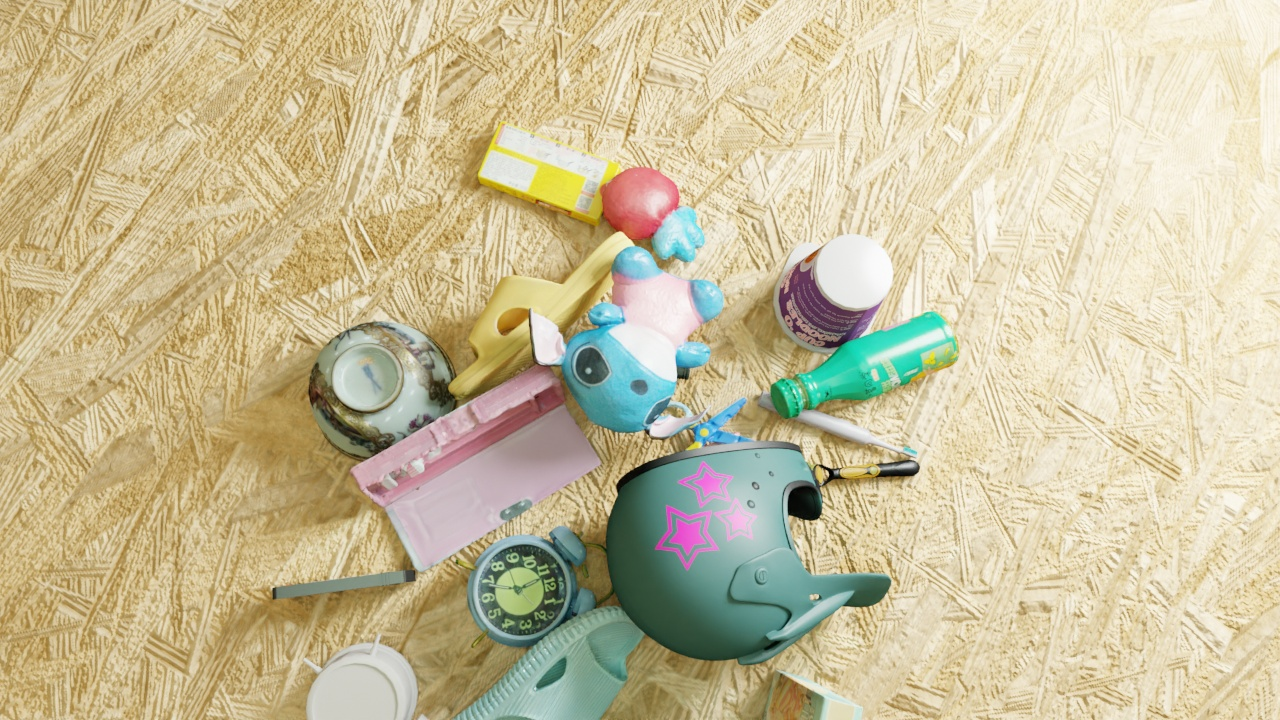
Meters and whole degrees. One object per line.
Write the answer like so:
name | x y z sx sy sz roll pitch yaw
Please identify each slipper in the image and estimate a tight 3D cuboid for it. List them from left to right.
slipper | -0.118 -0.059 1.003 0.263 0.100 0.078 -42 81 -15
slipper | -0.101 0.345 0.910 0.276 0.116 0.069 -37 46 -6

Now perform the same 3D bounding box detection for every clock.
clock | -0.276 0.363 0.925 0.120 0.061 0.159 -17 84 -7
clock | -0.106 0.235 0.959 0.162 0.060 0.118 -14 77 -10

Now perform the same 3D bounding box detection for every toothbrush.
toothbrush | 0.222 0.075 1.032 0.188 0.018 0.019 21 76 1

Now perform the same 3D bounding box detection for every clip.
clip | 0.089 0.104 1.017 0.060 0.023 0.045 -6 83 -3

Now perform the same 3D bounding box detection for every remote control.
remote control | -0.304 0.231 0.949 0.133 0.058 0.013 -6 78 -5

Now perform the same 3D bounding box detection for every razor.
razor | 0.242 0.124 1.023 0.144 0.021 0.044 -4 78 -6

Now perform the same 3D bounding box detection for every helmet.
helmet | 0.102 0.198 0.918 0.274 0.177 0.200 -4 65 -27

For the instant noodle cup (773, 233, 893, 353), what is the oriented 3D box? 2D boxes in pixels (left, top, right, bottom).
instant noodle cup | 0.216 -0.087 1.013 0.122 0.122 0.136 -18 79 -7

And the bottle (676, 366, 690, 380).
bottle | -0.006 0.006 1.027 0.123 0.033 0.033 8 77 -2

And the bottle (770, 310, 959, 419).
bottle | 0.246 0.009 1.017 0.209 0.068 0.068 -20 80 -10

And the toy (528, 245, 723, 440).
toy | -0.013 -0.024 0.962 0.224 0.099 0.191 30 75 -17

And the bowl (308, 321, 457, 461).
bowl | -0.281 0.026 0.976 0.160 0.094 0.159 1 78 -4

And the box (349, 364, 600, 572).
box | -0.166 0.113 0.964 0.232 0.107 0.115 -30 72 -10

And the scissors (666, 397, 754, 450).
scissors | 0.065 0.077 1.014 0.125 0.016 0.123 -38 69 -9

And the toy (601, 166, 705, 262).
toy | 0.017 -0.167 1.053 0.133 0.062 0.092 41 70 -10

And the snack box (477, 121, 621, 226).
snack box | -0.106 -0.218 1.073 0.152 0.025 0.075 20 78 2

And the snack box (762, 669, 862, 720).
snack box | 0.151 0.381 0.872 0.044 0.194 0.141 16 78 -2
